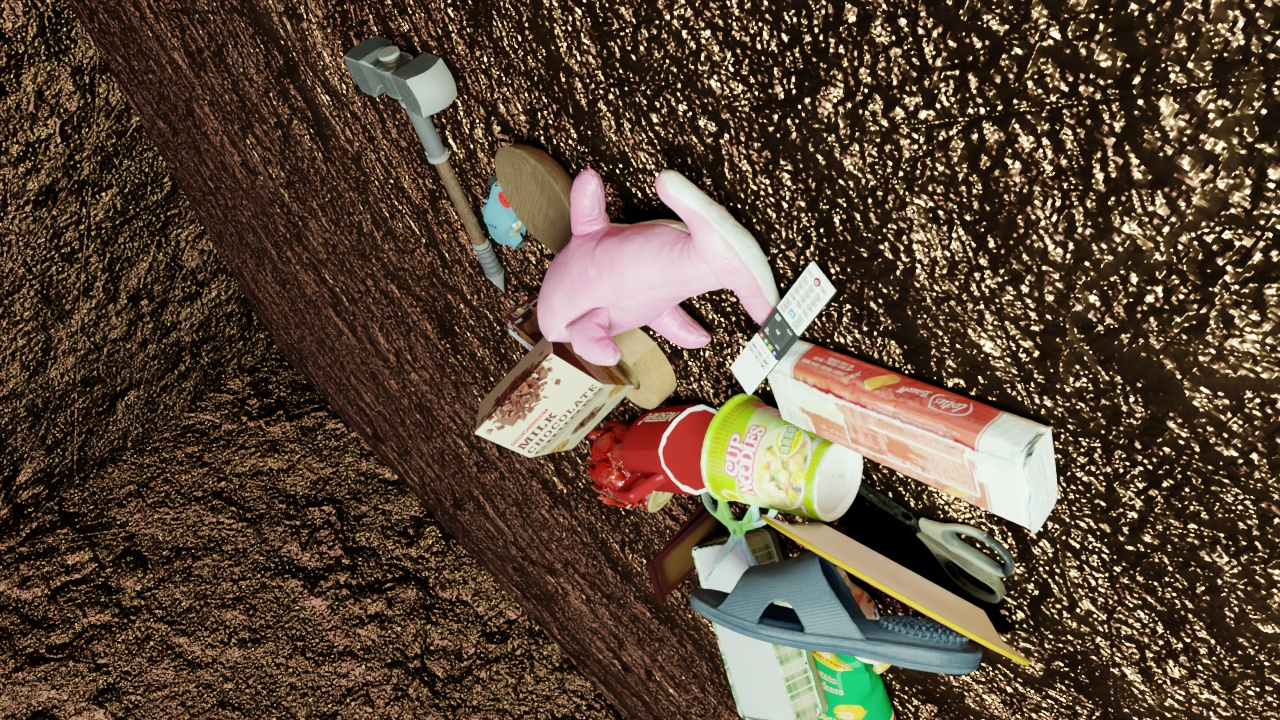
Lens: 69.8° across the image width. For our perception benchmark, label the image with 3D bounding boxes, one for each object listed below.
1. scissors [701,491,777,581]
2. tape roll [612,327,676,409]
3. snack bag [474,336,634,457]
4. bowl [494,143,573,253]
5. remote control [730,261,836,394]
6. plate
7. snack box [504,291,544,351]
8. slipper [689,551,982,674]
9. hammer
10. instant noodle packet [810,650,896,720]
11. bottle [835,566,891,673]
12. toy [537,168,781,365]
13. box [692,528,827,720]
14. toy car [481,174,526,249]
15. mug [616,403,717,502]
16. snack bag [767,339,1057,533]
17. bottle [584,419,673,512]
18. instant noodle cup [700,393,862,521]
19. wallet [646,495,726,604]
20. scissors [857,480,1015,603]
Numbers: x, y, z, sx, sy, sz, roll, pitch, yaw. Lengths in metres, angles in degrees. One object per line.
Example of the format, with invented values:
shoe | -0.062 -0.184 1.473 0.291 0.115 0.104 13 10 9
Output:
scissors | 0.101 0.179 0.962 0.173 0.021 0.171 -62 39 33
tape roll | -0.006 0.006 0.958 0.094 0.027 0.094 40 155 22
snack bag | -0.084 0.031 0.860 0.070 0.094 0.206 46 -173 10
bowl | -0.087 -0.155 0.857 0.118 0.030 0.118 40 155 22
remote control | 0.105 -0.022 0.677 0.028 0.011 0.125 58 140 24
plate | 0.204 0.174 0.741 0.230 0.021 0.230 28 177 1
snack box | -0.088 -0.017 1.045 0.141 0.050 0.032 39 155 25
slipper | 0.173 0.218 0.833 0.264 0.082 0.101 7 179 20
hammer | -0.208 -0.195 1.015 0.156 0.043 0.323 31 153 39
instant noodle packet | 0.212 0.381 1.053 0.196 0.090 0.253 16 134 56
bottle | 0.207 0.257 0.908 0.108 0.063 0.063 45 157 13
toy | -0.011 -0.056 0.750 0.186 0.127 0.266 50 150 -22
box | 0.128 0.293 1.012 0.118 0.050 0.205 -33 71 59
toy car | -0.146 -0.154 0.970 0.060 0.027 0.108 48 157 5
mug | 0.027 0.101 0.931 0.080 0.116 0.097 50 158 -13
snack bag | 0.184 0.044 0.656 0.225 0.041 0.077 22 145 45
bottle | -0.017 0.126 1.071 0.111 0.098 0.099 32 152 23
instant noodle cup | 0.122 0.086 0.774 0.108 0.098 0.099 15 140 43
wallet | 0.053 0.222 1.069 0.018 0.115 0.092 33 152 34
scissors | 0.229 0.143 0.754 0.170 0.012 0.133 5 129 55
